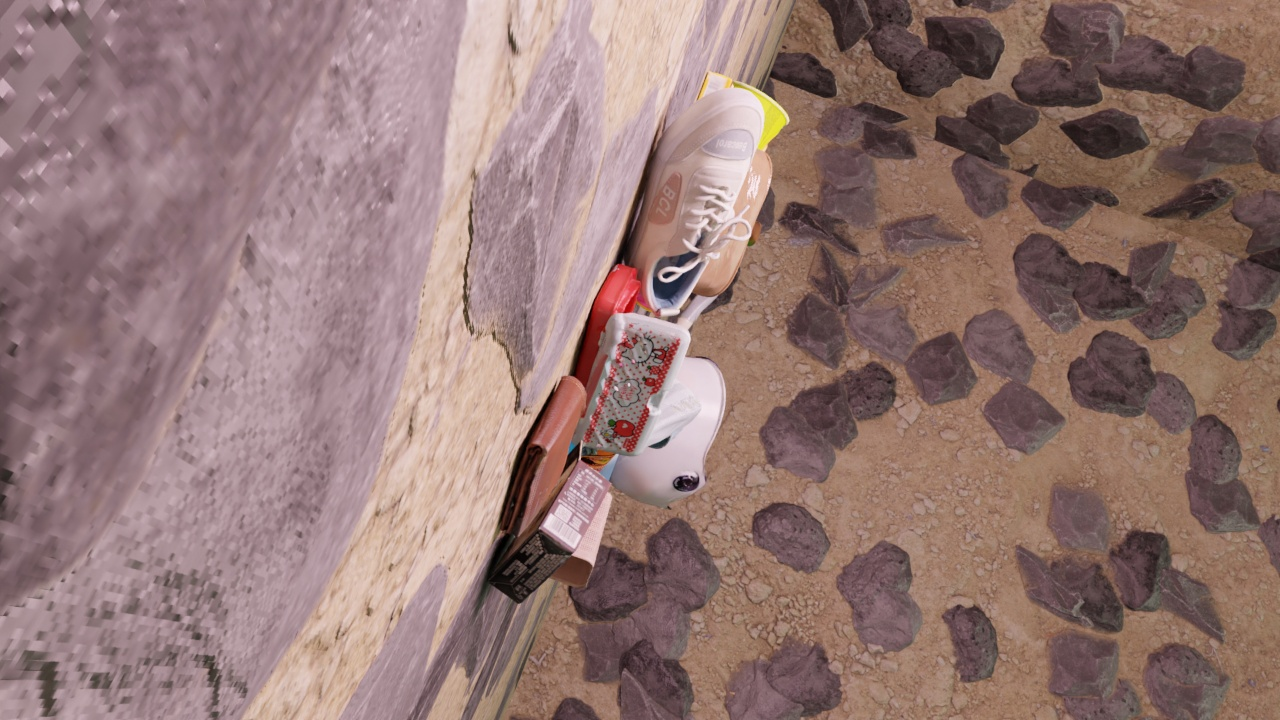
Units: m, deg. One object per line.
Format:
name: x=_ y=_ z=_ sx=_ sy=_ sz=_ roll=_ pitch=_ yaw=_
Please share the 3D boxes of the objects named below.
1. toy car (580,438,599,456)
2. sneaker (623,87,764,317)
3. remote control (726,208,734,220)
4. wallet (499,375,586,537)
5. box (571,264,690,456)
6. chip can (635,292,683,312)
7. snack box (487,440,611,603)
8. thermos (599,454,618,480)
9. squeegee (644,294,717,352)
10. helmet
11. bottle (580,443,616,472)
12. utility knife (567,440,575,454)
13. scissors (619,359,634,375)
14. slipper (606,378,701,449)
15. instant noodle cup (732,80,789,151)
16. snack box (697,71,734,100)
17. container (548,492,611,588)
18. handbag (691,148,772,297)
toy car: x=-0.069 y=0.090 z=1.120 sx=0.090 sy=0.043 sz=0.034 roll=-53 pitch=131 yaw=-64
sneaker: x=0.050 y=-0.136 z=0.859 sx=0.243 sy=0.089 sz=0.090 roll=117 pitch=-36 yaw=-45
remote control: x=0.063 y=-0.169 z=1.106 sx=0.020 sy=0.056 sz=0.136 roll=-33 pitch=-179 yaw=-31
wallet: x=-0.086 y=0.086 z=0.814 sx=0.101 sy=0.032 sz=0.125 roll=-62 pitch=174 yaw=-51
box: x=-0.012 y=0.011 z=0.928 sx=0.202 sy=0.101 sz=0.095 roll=110 pitch=4 yaw=-46
chip can: x=0.041 y=-0.147 z=1.066 sx=0.211 sy=0.071 sz=0.071 roll=108 pitch=5 yaw=-51
snack box: x=-0.088 y=0.160 z=0.908 sx=0.114 sy=0.053 sz=0.125 roll=-48 pitch=-174 yaw=38
thermos: x=-0.069 y=0.150 z=1.332 sx=0.070 sy=0.070 sz=0.221 roll=-65 pitch=175 yaw=-56
squeegee: x=0.053 y=-0.055 z=1.283 sx=0.246 sy=0.039 sz=0.247 roll=-41 pitch=173 yaw=-10
helmet: x=0.010 y=0.098 z=1.406 sx=0.259 sy=0.145 sz=0.228 roll=127 pitch=-33 yaw=-47
bottle: x=-0.069 y=0.125 z=1.231 sx=0.150 sy=0.067 sz=0.066 roll=-61 pitch=-177 yaw=46
utility knife: x=-0.096 y=0.125 z=1.074 sx=0.160 sy=0.018 sz=0.034 roll=-67 pitch=174 yaw=30
scissors: x=-0.006 y=0.007 z=1.227 sx=0.137 sy=0.017 sz=0.084 roll=-22 pitch=156 yaw=-29
slipper: x=0.001 y=0.068 z=1.124 sx=0.074 sy=0.104 sz=0.244 roll=-62 pitch=167 yaw=20
instant noodle cup: x=0.134 y=-0.318 z=1.321 sx=0.123 sy=0.111 sz=0.111 roll=-60 pitch=177 yaw=-1
snack box: x=0.073 y=-0.274 z=1.110 sx=0.086 sy=0.034 sz=0.140 roll=-54 pitch=168 yaw=-77
container: x=-0.094 y=0.227 z=1.227 sx=0.090 sy=0.090 sz=0.110 roll=108 pitch=1 yaw=-52
handbag: x=0.094 y=-0.188 z=1.207 sx=0.148 sy=0.099 sz=0.204 roll=32 pitch=-79 yaw=56
